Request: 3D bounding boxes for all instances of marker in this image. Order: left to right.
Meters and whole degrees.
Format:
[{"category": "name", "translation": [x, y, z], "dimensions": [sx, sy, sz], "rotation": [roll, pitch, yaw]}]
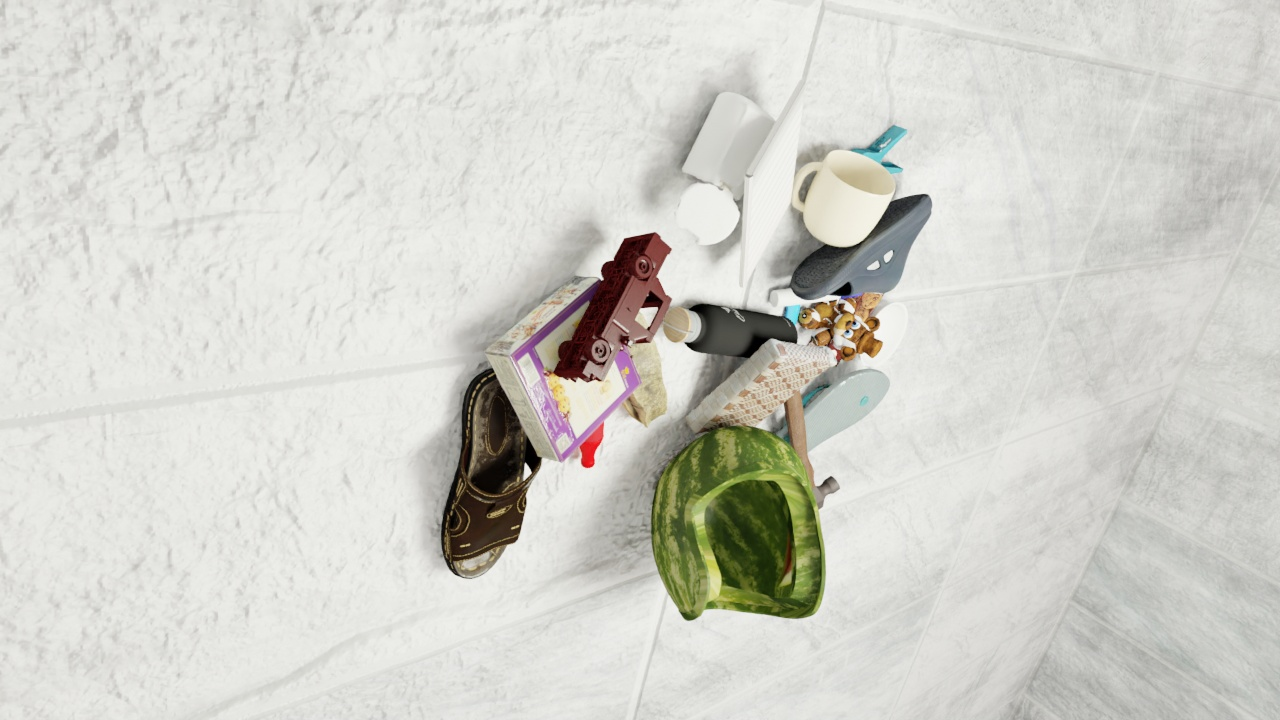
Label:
[{"category": "marker", "translation": [0.239, -0.091, 1.248], "dimensions": [0.133, 0.027, 0.023], "rotation": [-9, 109, -23]}]

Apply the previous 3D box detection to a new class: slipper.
[{"category": "slipper", "translation": [-0.157, 0.132, 1.000], "dimensions": [0.112, 0.076, 0.268], "rotation": [-9, 122, -40]}, {"category": "slipper", "translation": [0.260, 0.088, 1.406], "dimensions": [0.268, 0.054, 0.098], "rotation": [-36, 134, -5]}, {"category": "slipper", "translation": [0.306, -0.136, 1.237], "dimensions": [0.267, 0.111, 0.083], "rotation": [-38, 109, -29]}]

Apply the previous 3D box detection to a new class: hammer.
[{"category": "hammer", "translation": [0.231, 0.116, 1.353], "dimensions": [0.115, 0.033, 0.323], "rotation": [-27, 130, -14]}]

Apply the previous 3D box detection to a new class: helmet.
[{"category": "helmet", "translation": [0.121, 0.210, 1.200], "dimensions": [0.213, 0.244, 0.247], "rotation": [3, 81, -16]}]

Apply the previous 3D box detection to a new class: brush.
[{"category": "brush", "translation": [-0.006, 0.006, 1.087], "dimensions": [0.059, 0.043, 0.196], "rotation": [-34, 134, -22]}]

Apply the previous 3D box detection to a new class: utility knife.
[{"category": "utility knife", "translation": [0.200, -0.019, 1.292], "dimensions": [0.031, 0.015, 0.206], "rotation": [-7, 117, -38]}]

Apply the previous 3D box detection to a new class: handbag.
[{"category": "handbag", "translation": [0.157, 0.035, 1.215], "dimensions": [0.124, 0.047, 0.186], "rotation": [3, 142, -42]}]

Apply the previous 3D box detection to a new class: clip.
[{"category": "clip", "translation": [0.308, -0.277, 1.218], "dimensions": [0.126, 0.028, 0.114], "rotation": [-36, 134, -21]}]

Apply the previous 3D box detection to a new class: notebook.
[{"category": "notebook", "translation": [0.148, -0.193, 1.046], "dimensions": [0.142, 0.009, 0.210], "rotation": [-60, 163, -23]}]

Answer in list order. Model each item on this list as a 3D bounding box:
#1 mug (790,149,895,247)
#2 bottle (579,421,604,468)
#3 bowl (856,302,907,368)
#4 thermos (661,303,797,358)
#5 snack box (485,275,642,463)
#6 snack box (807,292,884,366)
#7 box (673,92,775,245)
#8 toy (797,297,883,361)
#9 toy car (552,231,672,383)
[{"category": "mug", "translation": [0.246, -0.201, 1.161], "dimensions": [0.120, 0.096, 0.100], "rotation": [18, 132, -6]}, {"category": "bottle", "translation": [-0.061, 0.077, 1.088], "dimensions": [0.036, 0.036, 0.119], "rotation": [-20, 129, -34]}, {"category": "bowl", "translation": [0.358, -0.046, 1.407], "dimensions": [0.109, 0.040, 0.110], "rotation": [-24, 131, -32]}, {"category": "thermos", "translation": [0.107, -0.037, 1.155], "dimensions": [0.230, 0.061, 0.061], "rotation": [5, 112, -46]}, {"category": "snack box", "translation": [-0.076, 0.008, 0.977], "dimensions": [0.147, 0.041, 0.143], "rotation": [-44, 127, -34]}, {"category": "snack box", "translation": [0.305, -0.065, 1.350], "dimensions": [0.051, 0.032, 0.141], "rotation": [31, 93, -49]}, {"category": "box", "translation": [0.085, -0.207, 1.002], "dimensions": [0.083, 0.092, 0.166], "rotation": [22, 102, -29]}, {"category": "toy", "translation": [0.286, -0.046, 1.288], "dimensions": [0.087, 0.112, 0.067], "rotation": [-48, 150, -9]}, {"category": "toy car", "translation": [-0.021, -0.047, 0.942], "dimensions": [0.062, 0.070, 0.169], "rotation": [38, 68, -30]}]
